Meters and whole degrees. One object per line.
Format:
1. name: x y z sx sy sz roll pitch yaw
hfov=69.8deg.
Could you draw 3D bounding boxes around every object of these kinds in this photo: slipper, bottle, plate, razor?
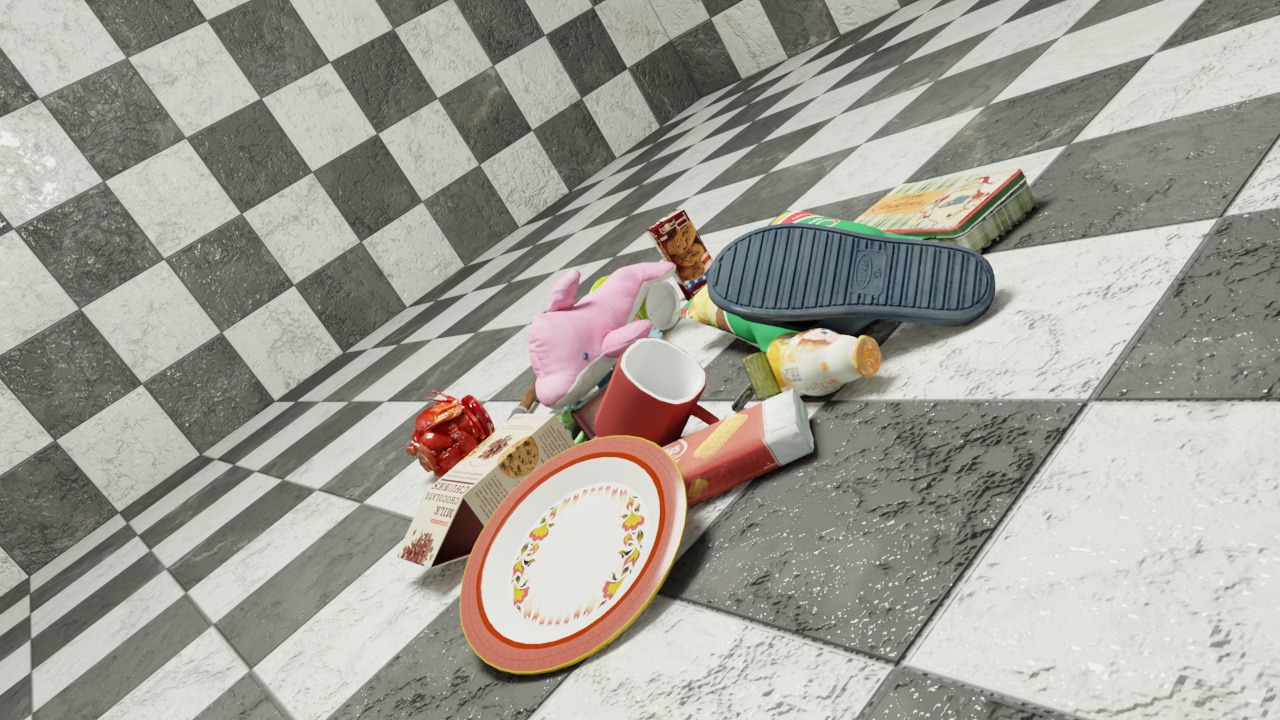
1. slipper: 0.199 -0.070 0.883 0.264 0.082 0.101 4 72 15
2. bottle: 0.168 0.001 0.845 0.109 0.063 0.063 -8 29 51
3. plate: -0.056 0.162 0.783 0.230 0.021 0.229 -25 37 20
4. bottle: -0.263 0.097 1.247 0.111 0.099 0.099 -33 16 -26
5. razor: 0.105 0.030 0.881 0.026 0.042 0.106 -18 -16 -14

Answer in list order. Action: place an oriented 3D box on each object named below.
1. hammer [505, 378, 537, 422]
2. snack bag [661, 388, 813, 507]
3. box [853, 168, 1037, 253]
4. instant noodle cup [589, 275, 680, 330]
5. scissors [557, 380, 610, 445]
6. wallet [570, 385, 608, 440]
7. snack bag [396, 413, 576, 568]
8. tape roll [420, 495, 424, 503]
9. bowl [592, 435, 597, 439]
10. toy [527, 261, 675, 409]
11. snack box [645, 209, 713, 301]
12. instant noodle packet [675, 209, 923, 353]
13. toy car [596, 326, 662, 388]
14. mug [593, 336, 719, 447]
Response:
1. hammer: -0.145 0.029 1.342 0.156 0.043 0.321 -22 22 27
2. snack bag: 0.047 0.097 0.828 0.225 0.041 0.077 -25 20 17
3. box: 0.329 -0.159 1.034 0.117 0.050 0.206 -35 17 -14
4. instant noodle cup: -0.005 -0.076 1.309 0.108 0.099 0.098 -2 34 44
5. scissors: -0.092 0.068 1.151 0.172 0.021 0.171 -41 20 12
6. wallet: -0.021 0.049 1.071 0.115 0.018 0.091 -35 34 -6
7. snack bag: -0.169 0.149 0.999 0.205 0.070 0.095 -42 20 -29
8. tape roll: -0.222 0.161 1.124 0.094 0.027 0.094 -29 18 10
9. bowl: -0.027 0.095 0.969 0.118 0.030 0.117 -29 18 10
10. toy: -0.068 -0.055 1.163 0.187 0.128 0.264 -17 29 45
11. snack box: 0.067 -0.130 1.236 0.051 0.141 0.032 -35 18 -10
12. instant noodle packet: 0.166 -0.091 1.032 0.195 0.090 0.253 -43 28 -8
13. toy car: -0.007 0.007 1.167 0.107 0.027 0.060 -45 24 -1
14. mug: 0.021 0.050 0.898 0.080 0.116 0.097 -44 -17 -45
